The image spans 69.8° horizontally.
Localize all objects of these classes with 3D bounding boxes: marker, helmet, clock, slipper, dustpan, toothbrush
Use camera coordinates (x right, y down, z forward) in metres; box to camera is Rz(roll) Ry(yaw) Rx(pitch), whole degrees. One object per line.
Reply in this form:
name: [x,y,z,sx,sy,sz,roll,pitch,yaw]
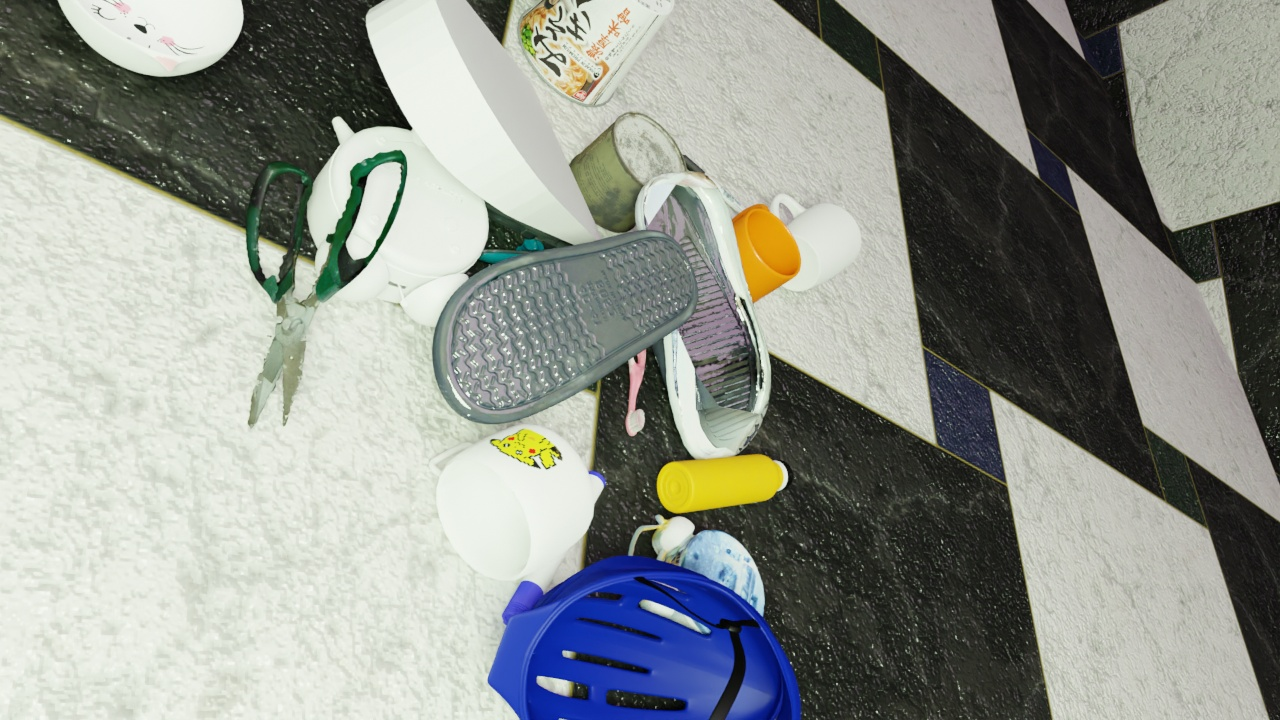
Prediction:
marker: [-0.062,0.136,0.674,0.020,0.020,0.141,45,42,-13]
helmet: [0.029,0.212,0.566,0.241,0.228,0.147,22,85,-24]
marker: [0.099,-0.182,1.033,0.152,0.011,0.011,37,45,-22]
clock: [-0.174,-0.109,0.679,0.125,0.073,0.160,18,54,-35]
slipper: [0.051,-0.039,0.844,0.111,0.063,0.264,-16,97,-26]
slipper: [-0.064,-0.032,0.719,0.267,0.084,0.110,-28,96,-43]
dustpan: [-0.123,-0.195,0.744,0.191,0.053,0.257,66,9,16]
clock: [0.041,0.175,0.724,0.125,0.052,0.088,39,45,-19]
toothbrush: [-0.005,0.005,0.813,0.021,0.016,0.134,24,51,-34]

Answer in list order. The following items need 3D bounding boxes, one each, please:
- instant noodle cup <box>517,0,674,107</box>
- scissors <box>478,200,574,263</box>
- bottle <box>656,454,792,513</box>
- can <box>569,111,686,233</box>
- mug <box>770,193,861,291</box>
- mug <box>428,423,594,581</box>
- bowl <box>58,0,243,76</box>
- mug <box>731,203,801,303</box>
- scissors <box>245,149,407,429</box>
instant noodle cup: [-0.038,-0.341,0.916,0.123,0.122,0.123,23,51,-32]
scissors: [-0.092,-0.100,0.794,0.126,0.019,0.154,52,40,-8]
bottle: [0.080,0.106,0.810,0.143,0.043,0.043,1,65,-43]
can: [-0.013,-0.178,0.875,0.089,0.075,0.089,22,53,-34]
mug: [0.182,-0.138,1.036,0.114,0.081,0.087,51,47,4]
mug: [-0.092,0.090,0.627,0.116,0.094,0.067,29,32,26]
bowl: [-0.336,-0.237,0.621,0.114,0.051,0.114,23,51,-32]
mug: [0.099,-0.108,0.921,0.077,0.096,0.112,28,49,-29]
scissors: [-0.237,-0.052,0.603,0.209,0.137,0.015,-70,156,-13]
